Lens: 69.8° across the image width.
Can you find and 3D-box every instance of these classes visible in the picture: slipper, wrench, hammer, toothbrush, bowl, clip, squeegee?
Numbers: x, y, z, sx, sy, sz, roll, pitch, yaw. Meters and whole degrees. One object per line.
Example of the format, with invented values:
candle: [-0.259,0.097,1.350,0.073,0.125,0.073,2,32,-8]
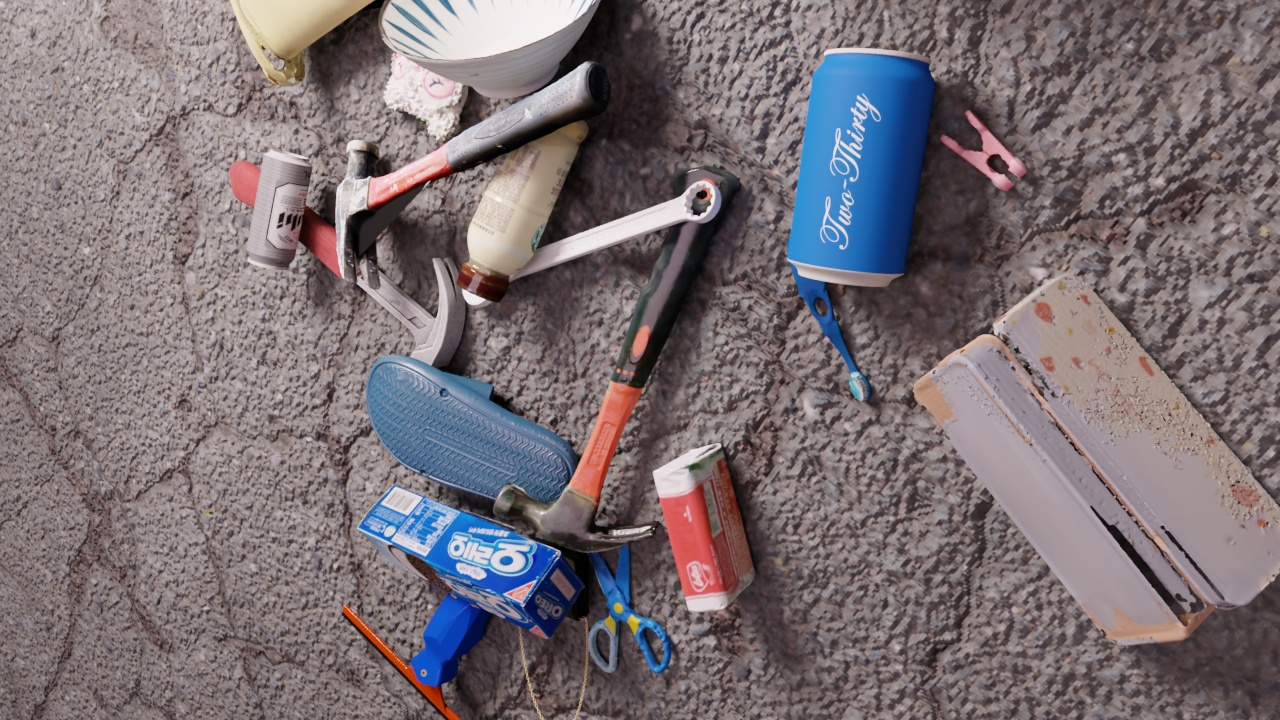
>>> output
slipper: [-0.151,0.067,0.818,0.214,0.059,0.104,26,112,7]
wrench: [-0.050,-0.092,0.737,0.274,0.009,0.047,-13,72,37]
hammer: [-0.290,-0.105,0.881,0.316,0.036,0.126,38,112,19]
toothbrush: [0.136,-0.030,0.668,0.021,0.016,0.132,-26,86,27]
bowl: [-0.107,-0.255,0.715,0.177,0.176,0.071,18,147,25]
clip: [0.222,-0.132,0.601,0.058,0.022,0.037,46,113,13]
squeegee: [-0.172,0.249,0.862,0.249,0.055,0.185,36,102,22]
hammer: [-0.147,-0.153,0.728,0.327,0.036,0.140,-12,71,42]
hammer: [-0.004,0.004,0.730,0.133,0.033,0.333,23,105,6]

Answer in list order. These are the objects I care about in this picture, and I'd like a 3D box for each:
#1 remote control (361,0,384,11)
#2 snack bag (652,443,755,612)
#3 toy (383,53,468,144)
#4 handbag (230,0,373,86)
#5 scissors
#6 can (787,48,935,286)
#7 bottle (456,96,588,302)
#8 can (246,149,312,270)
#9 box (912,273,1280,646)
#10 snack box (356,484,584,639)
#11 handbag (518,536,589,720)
remote control: [-0.203,-0.336,0.806,0.125,0.010,0.039,-4,96,30]
snack bag: [0.050,0.128,0.706,0.036,0.076,0.116,-14,91,28]
toy: [-0.180,-0.253,0.793,0.096,0.041,0.109,33,106,22]
handbag: [-0.270,-0.366,0.786,0.233,0.088,0.191,-20,84,29]
scissors: [-0.024,0.216,0.801,0.105,0.019,0.132,-32,80,27]
can: [0.146,-0.126,0.610,0.079,0.078,0.146,12,104,26]
bottle: [-0.099,-0.127,0.741,0.056,0.056,0.162,29,100,22]
can: [-0.340,-0.141,0.862,0.044,0.044,0.107,21,103,24]
box: [0.288,0.065,0.587,0.216,0.096,0.105,54,152,10]
snack box: [-0.154,0.171,0.805,0.227,0.059,0.059,11,142,37]
handbag: [-0.080,0.253,0.823,0.084,0.027,0.178,8,103,36]
